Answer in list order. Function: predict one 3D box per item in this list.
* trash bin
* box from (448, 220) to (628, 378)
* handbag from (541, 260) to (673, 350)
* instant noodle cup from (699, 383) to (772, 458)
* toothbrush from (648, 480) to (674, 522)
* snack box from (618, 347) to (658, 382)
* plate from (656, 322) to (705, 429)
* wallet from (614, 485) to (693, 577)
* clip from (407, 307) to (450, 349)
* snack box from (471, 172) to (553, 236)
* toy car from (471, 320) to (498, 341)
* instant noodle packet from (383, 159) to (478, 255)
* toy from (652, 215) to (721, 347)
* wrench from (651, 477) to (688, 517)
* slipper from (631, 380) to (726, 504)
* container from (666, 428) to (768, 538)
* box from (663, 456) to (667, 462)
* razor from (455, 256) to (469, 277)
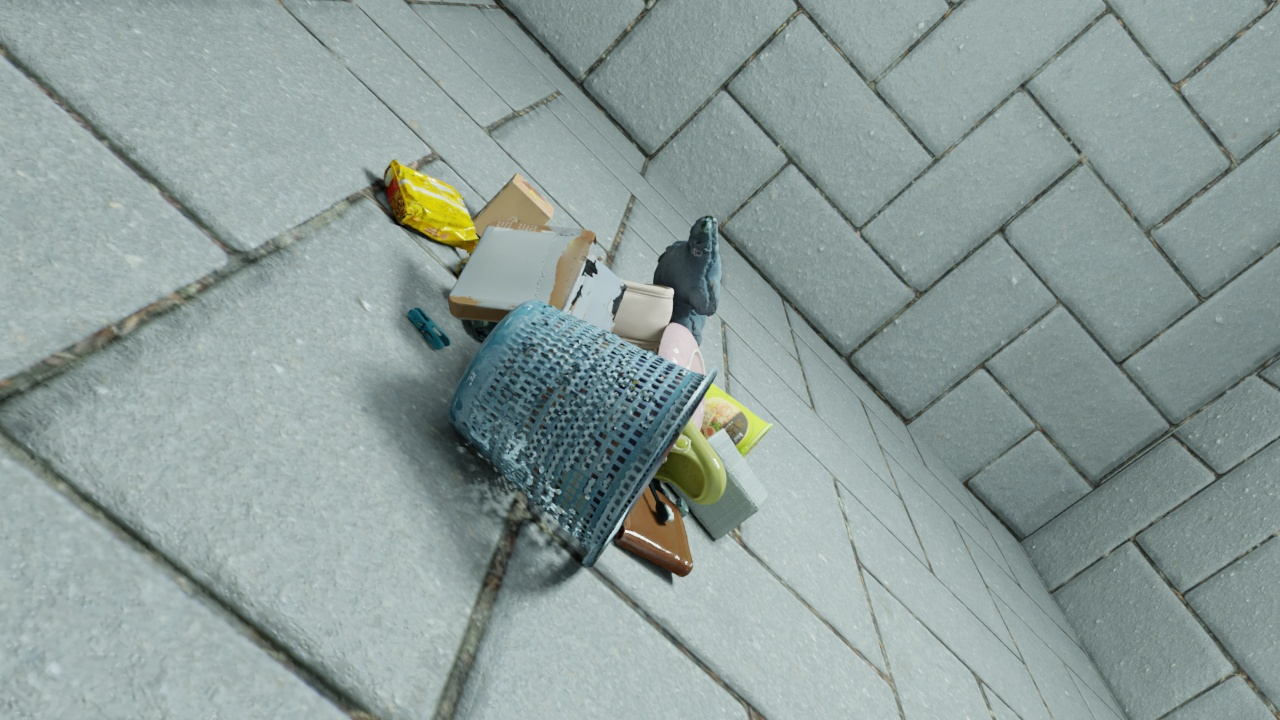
[{"bbox_3d":[-0.065,0.051,0.887,0.195,0.227,0.226,33,16,6],"label":"trash bin"},{"bbox_3d":[-0.125,-0.071,1.037,0.178,0.153,0.182,41,33,-15],"label":"box"},{"bbox_3d":[-0.068,-0.100,1.347,0.193,0.093,0.234,11,14,-17],"label":"handbag"},{"bbox_3d":[0.119,0.099,1.405,0.123,0.112,0.111,42,16,11],"label":"instant noodle cup"},{"bbox_3d":[0.000,0.119,1.094,0.018,0.016,0.181,27,28,-47],"label":"toothbrush"},{"bbox_3d":[-0.008,0.008,1.327,0.080,0.082,0.091,31,20,-19],"label":"snack box"},{"bbox_3d":[0.060,0.044,1.280,0.192,0.039,0.192,1,89,-74],"label":"plate"},{"bbox_3d":[0.008,0.185,1.051,0.101,0.032,0.124,36,19,-24],"label":"wallet"},{"bbox_3d":[-0.229,-0.035,0.989,0.056,0.014,0.040,46,16,-2],"label":"clip"},{"bbox_3d":[-0.185,-0.208,1.332,0.077,0.093,0.094,44,11,-15],"label":"snack box"},{"bbox_3d":[-0.191,-0.061,1.103,0.043,0.034,0.090,31,37,-59],"label":"toy car"},{"bbox_3d":[-0.272,-0.198,1.197,0.128,0.044,0.110,21,37,-49],"label":"instant noodle packet"},{"bbox_3d":[0.066,-0.098,1.362,0.091,0.357,0.137,0,49,-11],"label":"toy"},{"bbox_3d":[-0.016,0.096,1.212,0.056,0.016,0.273,17,34,-54],"label":"wrench"},{"bbox_3d":[0.026,0.105,1.135,0.081,0.092,0.190,-19,57,-40],"label":"slipper"},{"bbox_3d":[0.104,0.166,1.228,0.114,0.090,0.090,53,18,7],"label":"container"},{"bbox_3d":[-0.045,0.072,1.079,0.089,0.061,0.184,19,23,-36],"label":"box"},{"bbox_3d":[-0.190,-0.134,1.227,0.068,0.062,0.167,16,21,21],"label":"razor"}]
